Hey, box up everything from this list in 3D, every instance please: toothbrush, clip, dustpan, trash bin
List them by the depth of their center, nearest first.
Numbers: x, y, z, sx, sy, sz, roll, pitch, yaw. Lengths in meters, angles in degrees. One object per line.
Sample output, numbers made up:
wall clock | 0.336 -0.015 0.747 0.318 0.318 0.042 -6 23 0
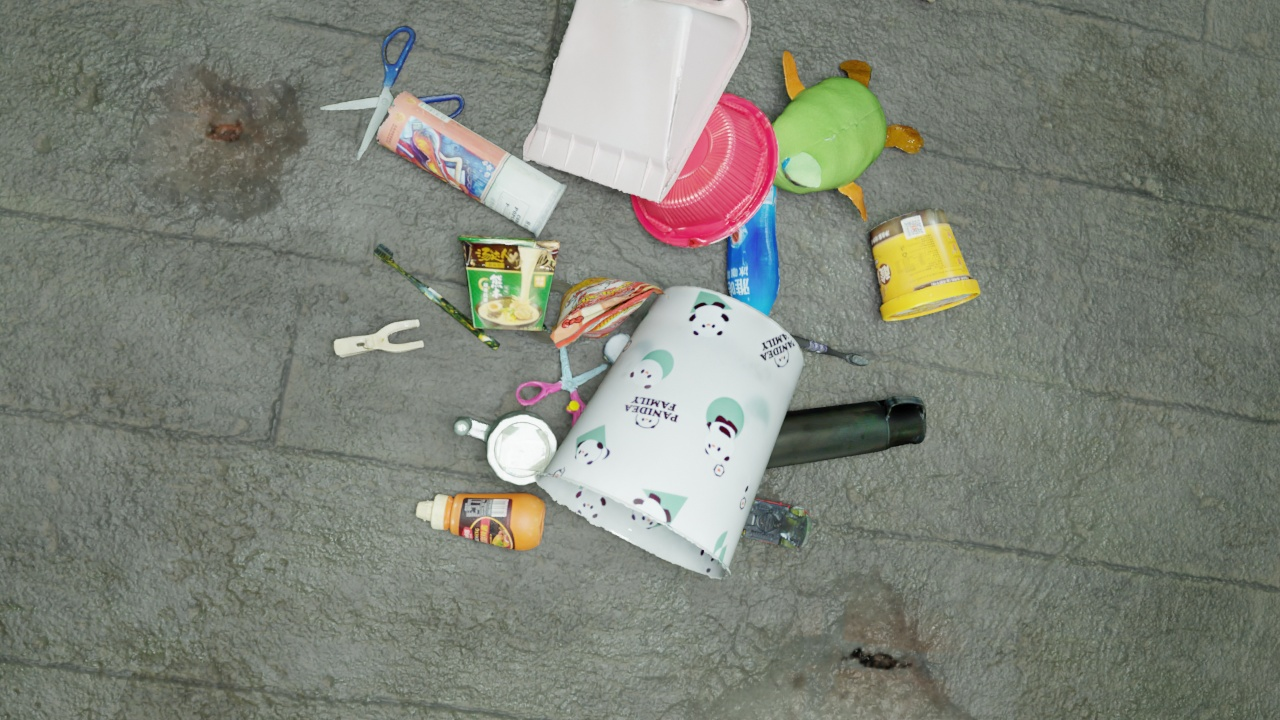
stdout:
trash bin | 0.044 0.072 0.999 0.229 0.230 0.251 29 73 -6
clip | -0.306 -0.022 1.074 0.099 0.070 0.034 -13 91 -15
dustpan | 0.012 -0.329 1.077 0.223 0.138 0.274 28 110 31
toothbrush | -0.241 -0.075 1.095 0.186 0.017 0.012 40 47 -5
toothbrush | 0.210 -0.018 1.130 0.189 0.017 0.014 15 92 -26

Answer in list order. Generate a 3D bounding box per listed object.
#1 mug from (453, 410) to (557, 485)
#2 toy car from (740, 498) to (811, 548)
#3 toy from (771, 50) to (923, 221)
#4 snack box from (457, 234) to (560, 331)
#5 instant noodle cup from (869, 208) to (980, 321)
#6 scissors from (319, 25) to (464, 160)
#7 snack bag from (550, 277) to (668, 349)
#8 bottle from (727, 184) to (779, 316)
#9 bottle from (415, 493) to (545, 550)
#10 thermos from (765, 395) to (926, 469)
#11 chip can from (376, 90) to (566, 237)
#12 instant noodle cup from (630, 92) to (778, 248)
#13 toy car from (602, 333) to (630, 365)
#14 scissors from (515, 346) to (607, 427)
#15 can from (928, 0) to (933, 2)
mug | -0.157 0.094 1.058 0.124 0.103 0.083 20 86 -8
toy car | 0.150 0.195 1.127 0.120 0.045 0.053 14 88 -2
toy | 0.233 -0.276 1.117 0.246 0.090 0.227 -33 94 -32
snack box | -0.155 -0.090 1.066 0.117 0.118 0.105 3 98 -8
instant noodle cup | 0.343 -0.119 1.132 0.118 0.118 0.114 -13 83 -8
scissors | -0.293 -0.317 1.097 0.162 0.012 0.176 14 89 -7
snack bag | -0.045 -0.055 1.025 0.128 0.208 0.073 -24 98 -6
bottle | 0.138 -0.124 1.126 0.065 0.065 0.218 -2 90 -8
bottle | -0.189 0.183 1.076 0.149 0.067 0.066 7 87 -1
thermos | 0.227 0.081 1.123 0.242 0.090 0.068 -8 51 -8
chip can | -0.196 -0.229 1.073 0.214 0.071 0.071 30 84 -9
instant noodle cup | 0.059 -0.233 1.066 0.194 0.065 0.193 -9 72 29
toy car | -0.007 0.007 1.118 0.043 0.034 0.090 -44 93 -4
scissors | -0.092 0.032 1.088 0.133 0.017 0.133 0 60 -24
can | 0.342 -0.513 1.168 0.116 0.058 0.058 33 84 -6
